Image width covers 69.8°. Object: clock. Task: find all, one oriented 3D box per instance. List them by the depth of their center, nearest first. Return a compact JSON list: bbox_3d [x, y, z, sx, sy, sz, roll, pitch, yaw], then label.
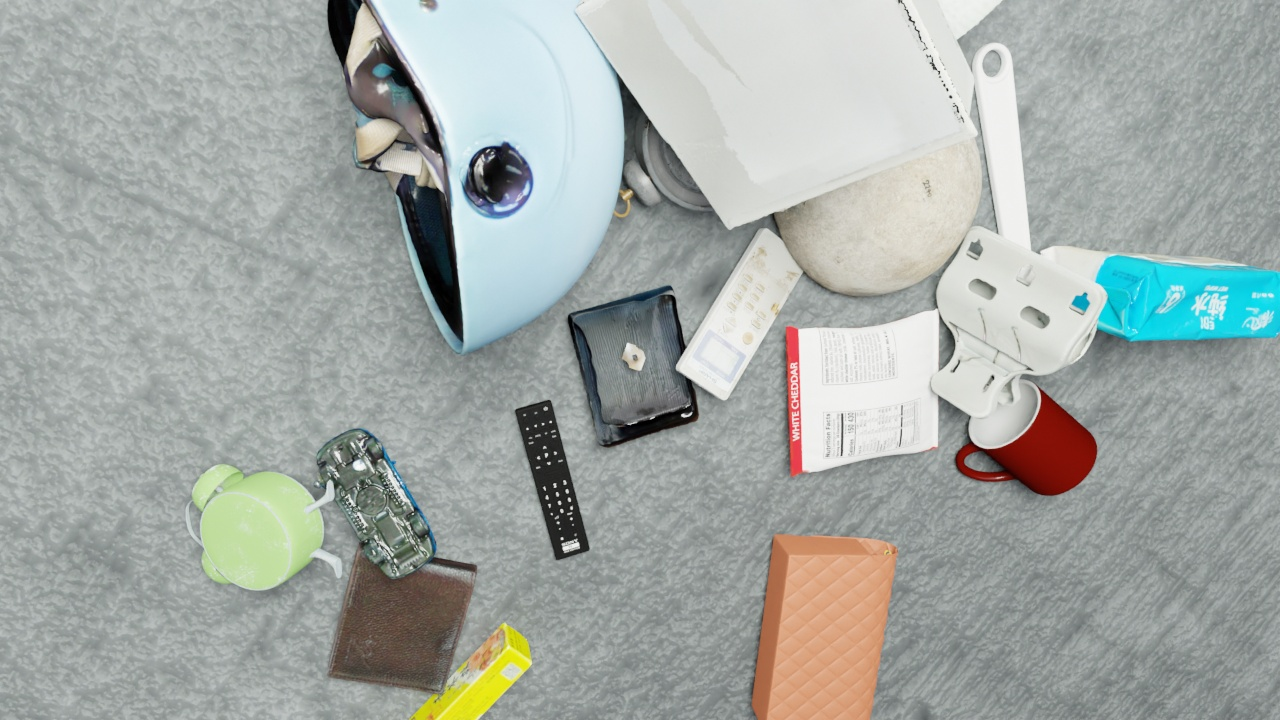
[{"bbox_3d":[-0.288,0.125,0.684,0.119,0.042,0.094,3,105,17],"label":"clock"},{"bbox_3d":[0.035,-0.157,0.686,0.148,0.056,0.104,-39,114,-3],"label":"clock"}]

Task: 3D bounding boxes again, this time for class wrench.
[{"bbox_3d":[0.317,-0.131,0.784,0.066,0.018,0.273,-18,108,-8],"label":"wrench"}]

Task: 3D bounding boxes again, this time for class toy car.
[{"bbox_3d":[-0.204,0.110,0.711,0.056,0.043,0.120,-31,95,-4],"label":"toy car"}]

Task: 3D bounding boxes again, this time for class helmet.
[{"bbox_3d":[-0.096,-0.140,0.575,0.166,0.225,0.266,-12,107,-18],"label":"helmet"}]

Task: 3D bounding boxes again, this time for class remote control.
[{"bbox_3d":[0.083,-0.037,0.741,0.050,0.011,0.135,34,84,-22],"label":"remote control"},{"bbox_3d":[-0.072,0.100,0.759,0.030,0.009,0.140,-16,109,-9],"label":"remote control"}]

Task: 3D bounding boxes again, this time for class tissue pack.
[{"bbox_3d":[0.440,-0.057,0.771,0.209,0.117,0.066,-1,106,-21],"label":"tissue pack"}]

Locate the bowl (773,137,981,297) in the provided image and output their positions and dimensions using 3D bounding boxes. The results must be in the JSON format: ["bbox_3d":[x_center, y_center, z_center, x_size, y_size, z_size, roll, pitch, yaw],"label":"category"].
[{"bbox_3d":[0.200,-0.133,0.717,0.178,0.081,0.178,-5,106,-16],"label":"bowl"}]

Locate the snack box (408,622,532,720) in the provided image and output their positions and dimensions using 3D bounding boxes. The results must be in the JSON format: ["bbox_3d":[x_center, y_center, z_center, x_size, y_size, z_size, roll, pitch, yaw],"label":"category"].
[{"bbox_3d":[-0.154,0.290,0.778,0.148,0.040,0.029,-46,110,2],"label":"snack box"}]

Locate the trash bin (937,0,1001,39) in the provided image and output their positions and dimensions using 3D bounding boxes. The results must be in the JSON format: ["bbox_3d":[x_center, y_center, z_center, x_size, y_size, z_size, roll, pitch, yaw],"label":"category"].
[{"bbox_3d":[0.185,-0.320,0.643,0.161,0.133,0.133,35,95,-15],"label":"trash bin"}]

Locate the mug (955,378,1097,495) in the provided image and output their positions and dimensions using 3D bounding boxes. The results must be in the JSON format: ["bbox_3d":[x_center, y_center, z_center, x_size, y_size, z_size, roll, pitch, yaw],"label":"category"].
[{"bbox_3d":[0.339,0.078,0.826,0.082,0.073,0.106,36,123,-20],"label":"mug"}]

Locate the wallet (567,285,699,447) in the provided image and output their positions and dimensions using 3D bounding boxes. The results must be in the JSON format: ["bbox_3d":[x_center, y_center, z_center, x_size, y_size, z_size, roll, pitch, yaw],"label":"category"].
[{"bbox_3d":[-0.004,0.004,0.739,0.089,0.026,0.115,-15,109,-11],"label":"wallet"}]

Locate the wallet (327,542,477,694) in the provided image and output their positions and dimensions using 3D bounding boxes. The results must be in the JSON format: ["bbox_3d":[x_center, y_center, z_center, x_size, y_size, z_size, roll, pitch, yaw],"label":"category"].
[{"bbox_3d":[-0.196,0.214,0.753,0.099,0.031,0.120,15,102,-14],"label":"wallet"}]

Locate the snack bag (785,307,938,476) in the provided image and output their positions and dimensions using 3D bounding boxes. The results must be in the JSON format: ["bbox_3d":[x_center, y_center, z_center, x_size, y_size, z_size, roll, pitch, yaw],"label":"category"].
[{"bbox_3d":[0.194,0.027,0.786,0.144,0.039,0.131,-8,104,-15],"label":"snack bag"}]

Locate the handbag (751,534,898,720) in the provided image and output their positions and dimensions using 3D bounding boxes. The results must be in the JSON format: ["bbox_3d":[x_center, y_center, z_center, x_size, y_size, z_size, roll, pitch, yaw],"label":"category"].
[{"bbox_3d":[0.167,0.245,0.831,0.109,0.060,0.172,4,102,-9],"label":"handbag"}]

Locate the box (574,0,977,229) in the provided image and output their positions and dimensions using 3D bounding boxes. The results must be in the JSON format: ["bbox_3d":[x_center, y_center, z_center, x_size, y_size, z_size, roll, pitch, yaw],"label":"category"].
[{"bbox_3d":[0.065,-0.235,0.617,0.172,0.379,0.167,-33,119,12],"label":"box"}]

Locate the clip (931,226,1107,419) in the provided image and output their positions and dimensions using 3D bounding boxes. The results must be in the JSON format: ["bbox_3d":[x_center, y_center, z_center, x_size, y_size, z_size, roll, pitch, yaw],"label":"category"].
[{"bbox_3d":[0.301,-0.025,0.760,0.075,0.125,0.144,-16,131,-36],"label":"clip"}]

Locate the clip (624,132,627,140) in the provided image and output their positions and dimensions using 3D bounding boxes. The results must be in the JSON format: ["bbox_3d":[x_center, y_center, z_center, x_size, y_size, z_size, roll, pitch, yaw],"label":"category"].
[{"bbox_3d":[-0.047,-0.155,0.686,0.076,0.023,0.045,-38,109,-3],"label":"clip"}]
